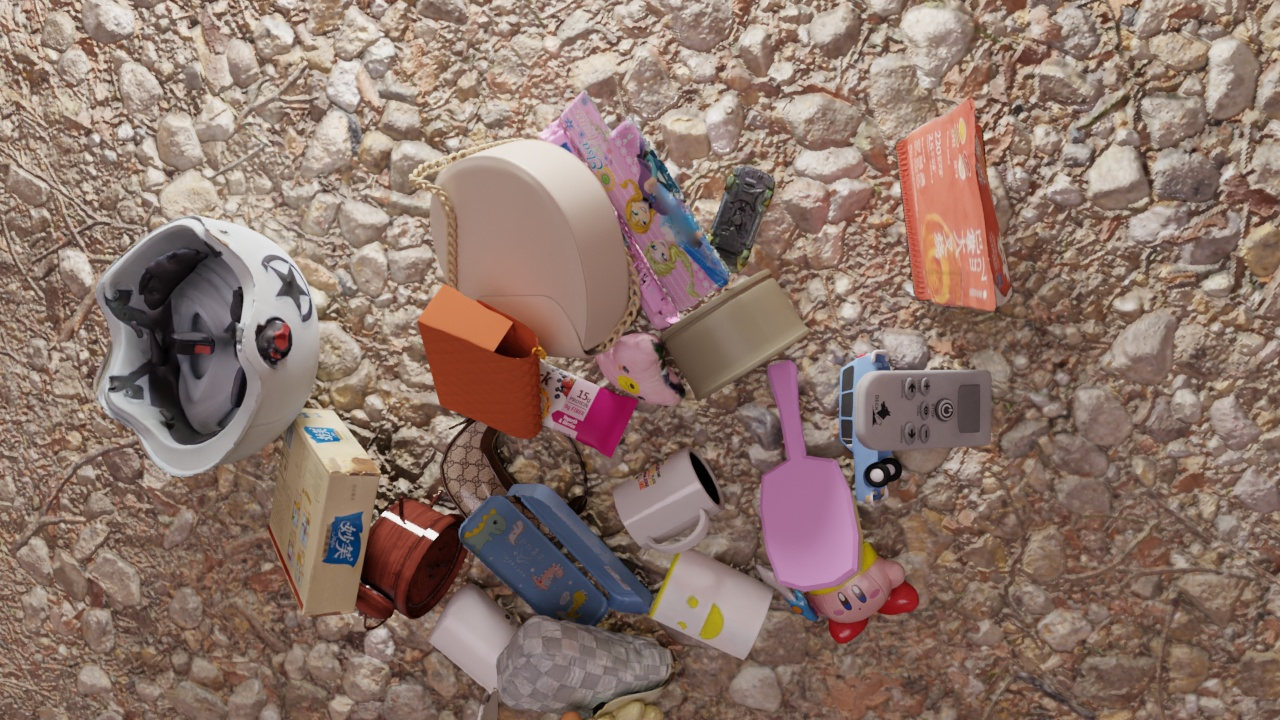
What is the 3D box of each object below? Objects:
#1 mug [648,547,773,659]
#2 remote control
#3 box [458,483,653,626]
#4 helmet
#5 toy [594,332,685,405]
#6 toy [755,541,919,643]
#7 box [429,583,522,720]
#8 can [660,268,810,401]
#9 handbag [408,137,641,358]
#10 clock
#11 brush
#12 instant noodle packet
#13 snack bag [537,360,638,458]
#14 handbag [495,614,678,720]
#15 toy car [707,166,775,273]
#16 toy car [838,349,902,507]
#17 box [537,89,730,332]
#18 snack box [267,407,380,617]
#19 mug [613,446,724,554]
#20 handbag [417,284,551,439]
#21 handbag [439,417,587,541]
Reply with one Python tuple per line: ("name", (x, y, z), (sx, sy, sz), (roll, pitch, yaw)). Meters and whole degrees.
("mug", (0.073, 0.247, 0.944), (0.106, 0.082, 0.082), (23, 101, 7))
("remote control", (0.270, 0.046, 0.867), (0.151, 0.019, 0.074), (0, 91, -22))
("box", (-0.084, 0.206, 0.947), (0.121, 0.049, 0.209), (-28, 120, 17))
("helmet", (-0.435, -0.013, 0.971), (0.237, 0.163, 0.264), (-21, 78, 26))
("toy", (-0.006, 0.005, 0.937), (0.093, 0.050, 0.102), (7, 142, 27))
("toy", (0.195, 0.210, 0.925), (0.124, 0.096, 0.131), (-32, 108, 20))
("box", (-0.181, 0.338, 1.010), (0.136, 0.083, 0.144), (37, 94, 4))
("can", (0.090, -0.024, 0.884), (0.128, 0.127, 0.073), (-32, 87, 13))
("handbag", (-0.115, -0.101, 0.886), (0.211, 0.103, 0.209), (3, 116, 43))
("clock", (-0.252, 0.223, 0.992), (0.072, 0.120, 0.157), (24, 93, 16))
("brush", (0.160, 0.111, 0.904), (0.089, 0.043, 0.228), (-15, 66, 20))
("instant noodle packet", (0.273, -0.129, 0.785), (0.084, 0.220, 0.164), (-7, 95, 14))
("snack bag", (-0.105, 0.033, 0.977), (0.196, 0.016, 0.070), (24, 73, 9))
("handbag", (-0.060, 0.335, 0.933), (0.171, 0.123, 0.113), (22, 125, -23))
("toy car", (0.098, -0.141, 0.917), (0.048, 0.033, 0.105), (22, 105, 7))
("toy car", (0.224, 0.066, 0.901), (0.055, 0.056, 0.153), (1, 92, 30))
("box", (-0.018, -0.138, 0.886), (0.066, 0.159, 0.230), (-31, 89, -21))
("snack box", (-0.338, 0.152, 0.968), (0.055, 0.207, 0.153), (7, 101, -33))
("mug", (0.032, 0.151, 0.932), (0.090, 0.105, 0.073), (-31, 128, 13))
("handbag", (-0.142, 0.006, 0.886), (0.109, 0.172, 0.060), (25, 62, 9))
("handbag", (-0.134, 0.122, 0.992), (0.138, 0.063, 0.166), (-39, 84, -3))
